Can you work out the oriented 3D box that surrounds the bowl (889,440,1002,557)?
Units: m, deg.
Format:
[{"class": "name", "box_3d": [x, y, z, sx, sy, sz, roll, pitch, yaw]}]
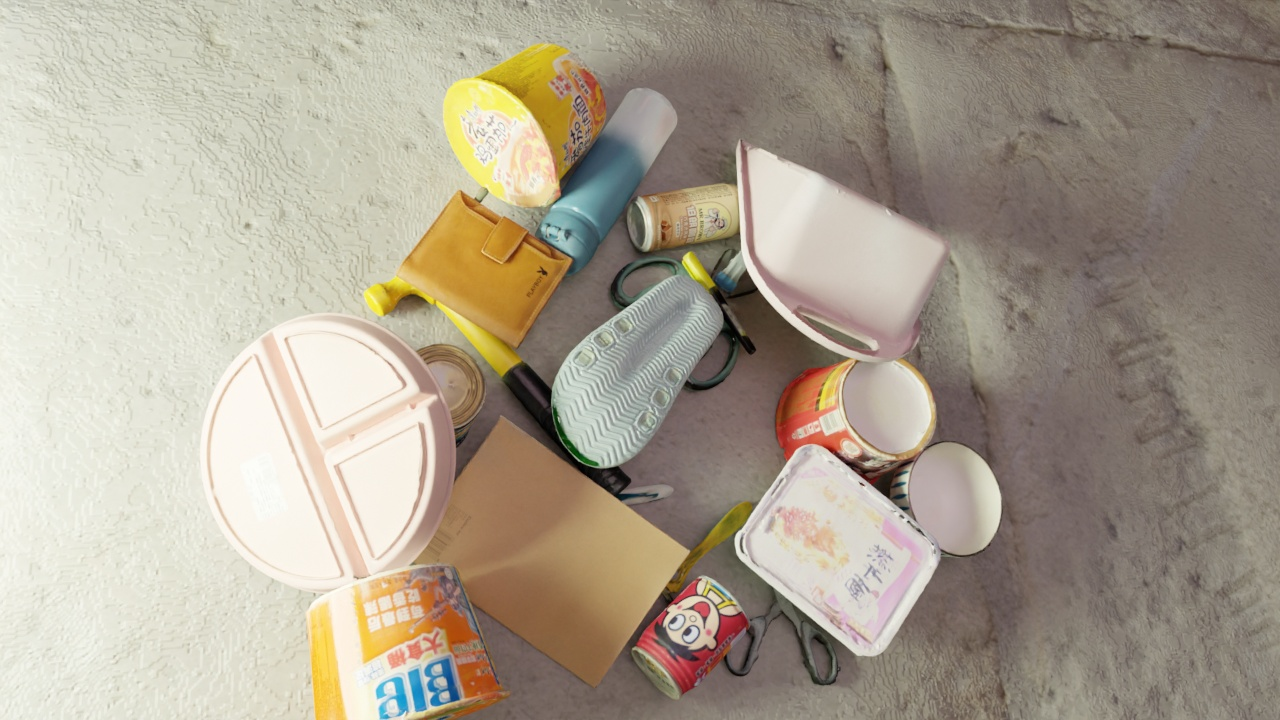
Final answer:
[{"class": "bowl", "box_3d": [0.303, 0.145, 0.941, 0.116, 0.066, 0.116, 6, 73, -21]}]

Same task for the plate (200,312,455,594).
[{"class": "plate", "box_3d": [-0.258, 0.075, 0.738, 0.230, 0.028, 0.229, 0, 90, 15]}]

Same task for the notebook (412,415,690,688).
[{"class": "notebook", "box_3d": [-0.083, 0.171, 0.818, 0.211, 0.012, 0.149, 36, 84, -4]}]

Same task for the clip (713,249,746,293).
[{"class": "clip", "box_3d": [0.099, -0.096, 0.969, 0.024, 0.027, 0.056, 38, 71, -5]}]

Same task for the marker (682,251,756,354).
[{"class": "marker", "box_3d": [0.081, -0.058, 0.947, 0.124, 0.015, 0.018, 56, 30, 3]}]

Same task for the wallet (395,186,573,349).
[{"class": "wallet", "box_3d": [-0.141, -0.091, 0.862, 0.130, 0.035, 0.118, 31, 71, -3]}]

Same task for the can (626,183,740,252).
[{"class": "can", "box_3d": [0.048, -0.151, 0.962, 0.116, 0.059, 0.058, -13, 77, -21]}]

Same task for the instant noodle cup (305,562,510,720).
[{"class": "instant noodle cup", "box_3d": [-0.189, 0.232, 0.718, 0.151, 0.152, 0.111, -12, 68, -21]}]

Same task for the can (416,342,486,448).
[{"class": "can", "box_3d": [-0.178, 0.037, 0.798, 0.075, 0.111, 0.075, 6, 71, -16]}]

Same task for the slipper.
[{"class": "slipper", "box_3d": [-0.005, 0.005, 0.871, 0.104, 0.074, 0.244, 43, 50, -2]}]

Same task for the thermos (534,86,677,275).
[{"class": "thermos", "box_3d": [-0.036, -0.183, 0.942, 0.070, 0.070, 0.220, 32, 65, -6]}]

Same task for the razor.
[{"class": "razor", "box_3d": [0.063, 0.175, 0.880, 0.132, 0.028, 0.043, -35, 82, -26]}]

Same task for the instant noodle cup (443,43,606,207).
[{"class": "instant noodle cup", "box_3d": [-0.108, -0.238, 0.906, 0.138, 0.138, 0.109, 42, 56, -1]}]

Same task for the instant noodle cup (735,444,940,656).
[{"class": "instant noodle cup", "box_3d": [0.182, 0.180, 0.880, 0.173, 0.060, 0.137, 39, 73, -1]}]

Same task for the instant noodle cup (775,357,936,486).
[{"class": "instant noodle cup", "box_3d": [0.220, 0.060, 0.921, 0.137, 0.109, 0.137, 5, 72, -16]}]

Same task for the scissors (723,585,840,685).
[{"class": "scissors", "box_3d": [0.142, 0.237, 0.891, 0.159, 0.014, 0.180, 42, 64, -1]}]

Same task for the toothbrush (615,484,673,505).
[{"class": "toothbrush", "box_3d": [-0.057, 0.135, 0.857, 0.191, 0.018, 0.016, -7, 76, -19]}]

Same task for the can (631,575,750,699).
[{"class": "can", "box_3d": [0.045, 0.249, 0.825, 0.093, 0.067, 0.066, -40, 88, -24]}]

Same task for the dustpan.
[{"class": "dustpan", "box_3d": [0.189, -0.111, 0.947, 0.222, 0.273, 0.139, 23, 104, -12]}]

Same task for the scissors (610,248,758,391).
[{"class": "scissors", "box_3d": [0.043, -0.060, 0.954, 0.181, 0.019, 0.170, 25, 68, -8]}]

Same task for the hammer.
[{"class": "hammer", "box_3d": [-0.118, 0.010, 0.864, 0.128, 0.033, 0.300, -39, 84, -24]}]
